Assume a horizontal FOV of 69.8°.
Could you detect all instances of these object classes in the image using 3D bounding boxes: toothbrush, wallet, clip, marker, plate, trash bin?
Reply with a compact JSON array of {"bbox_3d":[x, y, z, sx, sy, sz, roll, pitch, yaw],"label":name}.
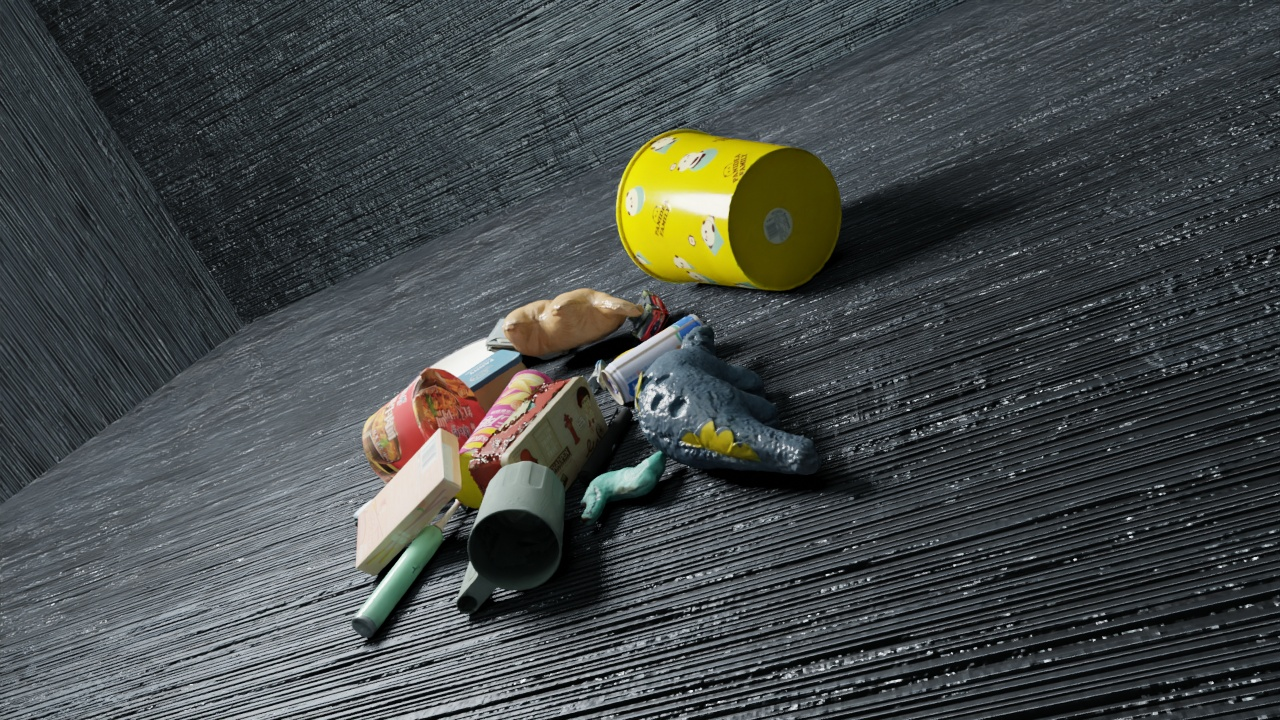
[{"bbox_3d":[-0.233,0.203,0.966,0.027,0.027,0.223,-20,20,28],"label":"toothbrush"},{"bbox_3d":[-0.168,-0.041,1.428,0.130,0.037,0.106,1,24,8],"label":"wallet"},{"bbox_3d":[-0.053,0.021,1.203,0.029,0.024,0.056,-21,24,27],"label":"clip"},{"bbox_3d":[-0.038,0.092,1.005,0.020,0.022,0.131,-58,0,34],"label":"marker"},{"bbox_3d":[-0.285,0.024,1.473,0.192,0.039,0.192,-24,20,9],"label":"plate"},{"bbox_3d":[0.126,-0.204,1.273,0.229,0.230,0.255,-34,26,-19],"label":"trash bin"}]

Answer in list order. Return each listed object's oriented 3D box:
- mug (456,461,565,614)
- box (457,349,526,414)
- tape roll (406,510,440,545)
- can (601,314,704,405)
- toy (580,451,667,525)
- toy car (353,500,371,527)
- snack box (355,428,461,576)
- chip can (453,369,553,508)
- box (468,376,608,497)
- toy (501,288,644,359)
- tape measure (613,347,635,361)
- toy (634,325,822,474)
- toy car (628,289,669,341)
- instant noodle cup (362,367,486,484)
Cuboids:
[{"bbox_3d":[-0.125,0.166,0.863,0.124,0.083,0.103,-48,14,15],"label":"mug"},{"bbox_3d":[-0.235,0.049,1.315,0.183,0.059,0.090,-38,23,-25],"label":"box"},{"bbox_3d":[-0.257,0.180,1.046,0.086,0.014,0.085,-37,18,14],"label":"tape roll"},{"bbox_3d":[0.020,-0.001,1.118,0.134,0.053,0.053,-32,20,-14],"label":"can"},{"bbox_3d":[-0.021,0.125,0.888,0.092,0.030,0.096,-22,16,26],"label":"toy"},{"bbox_3d":[-0.317,0.185,1.113,0.091,0.034,0.042,-6,31,48],"label":"toy car"},{"bbox_3d":[-0.253,0.154,0.997,0.157,0.026,0.084,-45,33,19],"label":"snack box"},{"bbox_3d":[-0.161,0.088,1.098,0.071,0.071,0.210,-19,21,22],"label":"chip can"},{"bbox_3d":[-0.114,0.093,0.995,0.077,0.091,0.167,-9,26,33],"label":"box"},{"bbox_3d":[-0.083,-0.060,1.295,0.226,0.082,0.143,-15,-4,29],"label":"toy"},{"bbox_3d":[-0.007,0.007,1.171,0.059,0.029,0.057,-37,23,-27],"label":"tape measure"},{"bbox_3d":[0.064,0.040,0.908,0.138,0.091,0.356,-15,21,-3],"label":"toy"},{"bbox_3d":[0.014,-0.061,1.279,0.053,0.045,0.120,-61,10,17],"label":"toy car"},{"bbox_3d":[-0.270,0.095,1.149,0.109,0.138,0.137,-29,17,21],"label":"instant noodle cup"}]
